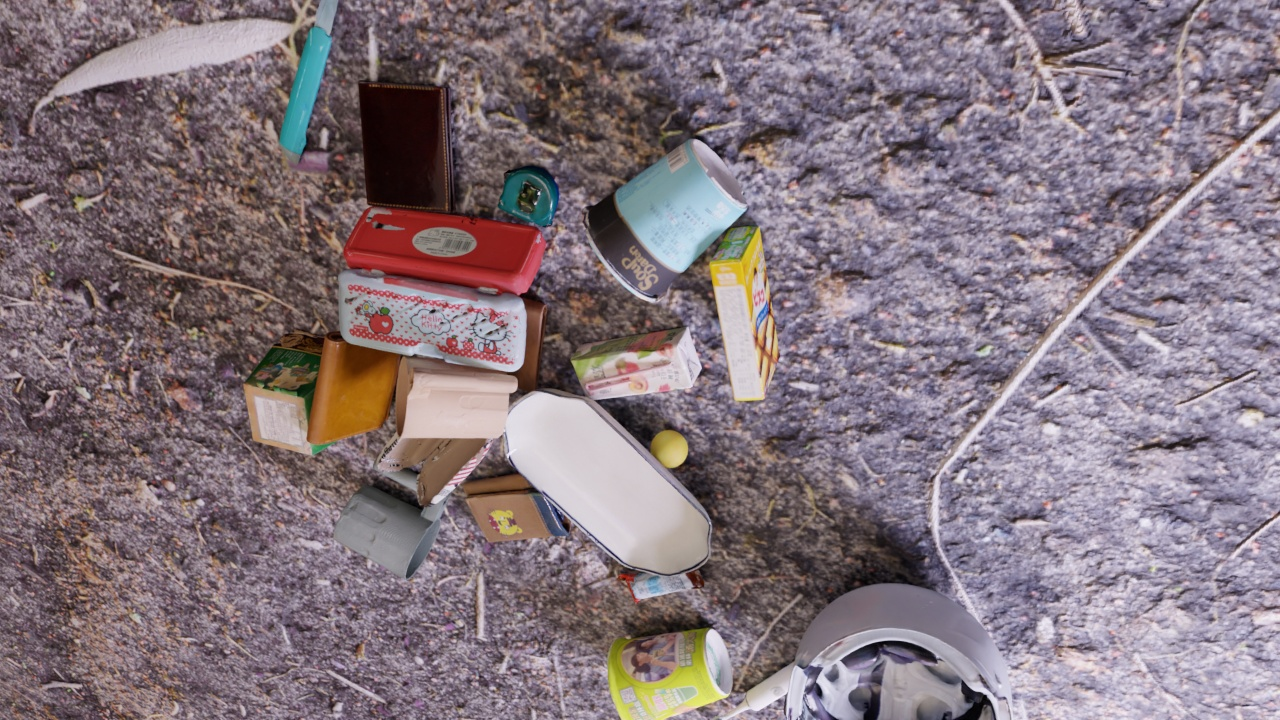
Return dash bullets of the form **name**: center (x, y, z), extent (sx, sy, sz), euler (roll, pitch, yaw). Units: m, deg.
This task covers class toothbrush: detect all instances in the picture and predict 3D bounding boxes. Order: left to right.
- **toothbrush**: center (0.155, 0.400, 1.110), extent (0.027, 0.026, 0.222), euler (46, 123, 2)

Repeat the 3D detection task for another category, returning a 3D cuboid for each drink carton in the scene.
- **drink carton**: center (-0.006, 0.005, 0.932), extent (0.123, 0.045, 0.053), euler (-9, 116, 23)

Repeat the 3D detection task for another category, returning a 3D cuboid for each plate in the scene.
- **plate**: center (-0.032, 0.127, 0.979), extent (0.265, 0.034, 0.162), euler (43, 134, -8)

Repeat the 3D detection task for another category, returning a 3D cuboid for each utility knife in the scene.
- **utility knife**: center (-0.326, -0.274, 0.904), extent (0.029, 0.013, 0.185), euler (30, 125, -3)

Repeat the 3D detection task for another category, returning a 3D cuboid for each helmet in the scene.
- **helmet**: center (0.271, 0.332, 0.963), extent (0.229, 0.145, 0.259), euler (-1, 126, 21)

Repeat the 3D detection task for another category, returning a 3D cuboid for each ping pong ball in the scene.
- **ping pong ball**: center (0.030, 0.094, 0.972), extent (0.040, 0.040, 0.040), euler (8, 120, 14)

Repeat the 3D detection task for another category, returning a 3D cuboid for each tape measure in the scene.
- **tape measure**: center (-0.107, -0.160, 0.887), extent (0.058, 0.025, 0.055), euler (23, 124, 4)

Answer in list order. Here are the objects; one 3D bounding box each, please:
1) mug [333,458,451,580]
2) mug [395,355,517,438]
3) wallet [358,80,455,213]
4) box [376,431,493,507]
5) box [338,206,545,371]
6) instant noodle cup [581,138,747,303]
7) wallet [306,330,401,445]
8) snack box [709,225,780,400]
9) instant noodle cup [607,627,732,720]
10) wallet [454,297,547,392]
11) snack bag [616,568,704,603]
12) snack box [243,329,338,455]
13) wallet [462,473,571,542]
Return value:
- **mug**: center (-0.302, 0.192, 1.127), extent (0.103, 0.083, 0.124), euler (26, 96, 5)
- **mug**: center (-0.189, 0.034, 0.934), extent (0.103, 0.084, 0.125), euler (4, 162, -22)
- **wallet**: center (-0.228, -0.208, 0.897), extent (0.096, 0.020, 0.122), euler (7, 113, 12)
- **box**: center (-0.236, 0.098, 1.044), extent (0.086, 0.075, 0.163), euler (22, 131, -31)
- **box**: center (-0.202, -0.075, 0.909), extent (0.201, 0.069, 0.157), euler (9, 84, 13)
- **instant noodle cup**: center (0.028, -0.130, 0.817), extent (0.121, 0.111, 0.111), euler (-37, 102, 22)
- **wallet**: center (-0.303, 0.023, 1.006), extent (0.035, 0.118, 0.131), euler (30, 116, 24)
- **snack box**: center (0.098, -0.044, 0.845), extent (0.034, 0.086, 0.140), euler (-5, 116, 22)
- **instant noodle cup**: center (0.040, 0.372, 1.092), extent (0.124, 0.111, 0.112), euler (-21, 110, 20)
- **wallet**: center (-0.152, -0.024, 0.983), extent (0.101, 0.020, 0.115), euler (17, 125, 11)
- **snack bag**: center (0.023, 0.259, 1.076), extent (0.105, 0.026, 0.045), euler (-21, 101, 26)
- **snack box**: center (-0.384, 0.045, 1.048), extent (0.118, 0.105, 0.118), euler (12, 122, 13)
- **wallet**: center (-0.147, 0.173, 1.085), extent (0.115, 0.033, 0.090), euler (-10, 115, 27)
